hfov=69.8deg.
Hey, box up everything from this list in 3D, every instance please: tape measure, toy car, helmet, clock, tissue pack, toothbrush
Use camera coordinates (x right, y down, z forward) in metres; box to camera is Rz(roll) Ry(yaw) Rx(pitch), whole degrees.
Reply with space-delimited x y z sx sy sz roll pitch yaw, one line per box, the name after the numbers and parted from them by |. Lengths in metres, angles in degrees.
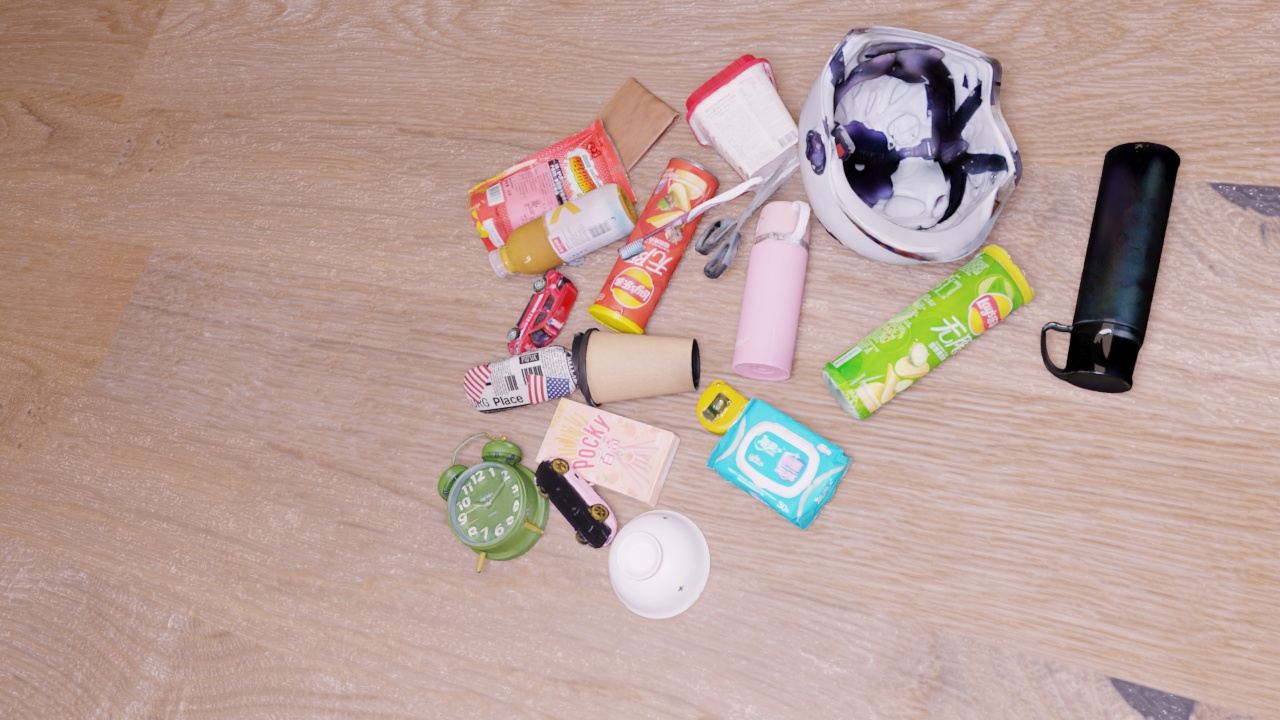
0.091 0.054 1.027 0.060 0.029 0.057 39 89 29 | tape measure
-0.121 -0.053 1.141 0.045 0.053 0.120 25 85 33 | toy car
0.262 -0.211 0.971 0.229 0.146 0.258 0 81 -15 | helmet
-0.177 0.160 1.086 0.116 0.056 0.161 -32 62 8 | clock
0.145 0.107 0.973 0.133 0.050 0.093 31 86 29 | tissue pack
-0.072 0.159 1.044 0.122 0.037 0.056 46 127 20 | toy car
0.058 -0.163 1.055 0.187 0.016 0.017 -27 78 5 | toothbrush

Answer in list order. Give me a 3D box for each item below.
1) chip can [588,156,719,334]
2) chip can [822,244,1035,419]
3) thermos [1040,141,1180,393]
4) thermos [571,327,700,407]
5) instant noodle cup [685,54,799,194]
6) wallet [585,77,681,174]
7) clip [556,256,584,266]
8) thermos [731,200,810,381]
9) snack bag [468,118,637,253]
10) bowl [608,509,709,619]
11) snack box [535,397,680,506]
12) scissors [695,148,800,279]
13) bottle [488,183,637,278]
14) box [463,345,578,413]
0.018 -0.135 1.103 0.073 0.073 0.216 25 82 28 | chip can
0.292 -0.026 0.948 0.221 0.072 0.072 -37 62 7 | chip can
0.460 -0.094 0.902 0.090 0.068 0.242 14 77 21 | thermos
-0.006 0.006 1.056 0.143 0.093 0.093 -2 70 14 | thermos
0.132 -0.274 1.089 0.117 0.116 0.124 -34 73 8 | instant noodle cup
-0.018 -0.306 1.210 0.115 0.020 0.101 -47 62 5 | wallet
-0.100 -0.132 1.181 0.058 0.038 0.026 4 67 21 | clip
0.153 -0.081 1.021 0.067 0.087 0.198 16 75 -14 | thermos
-0.119 -0.216 1.193 0.208 0.073 0.128 -23 78 9 | snack bag
0.009 0.213 0.984 0.118 0.064 0.118 -8 68 21 | bowl
-0.039 0.105 1.065 0.157 0.026 0.084 16 78 26 | snack box
0.123 -0.164 1.056 0.165 0.014 0.162 -8 59 55 | scissors
-0.099 -0.155 1.140 0.190 0.068 0.068 -22 64 13 | bottle
-0.144 0.023 1.117 0.164 0.068 0.051 -11 29 28 | box
